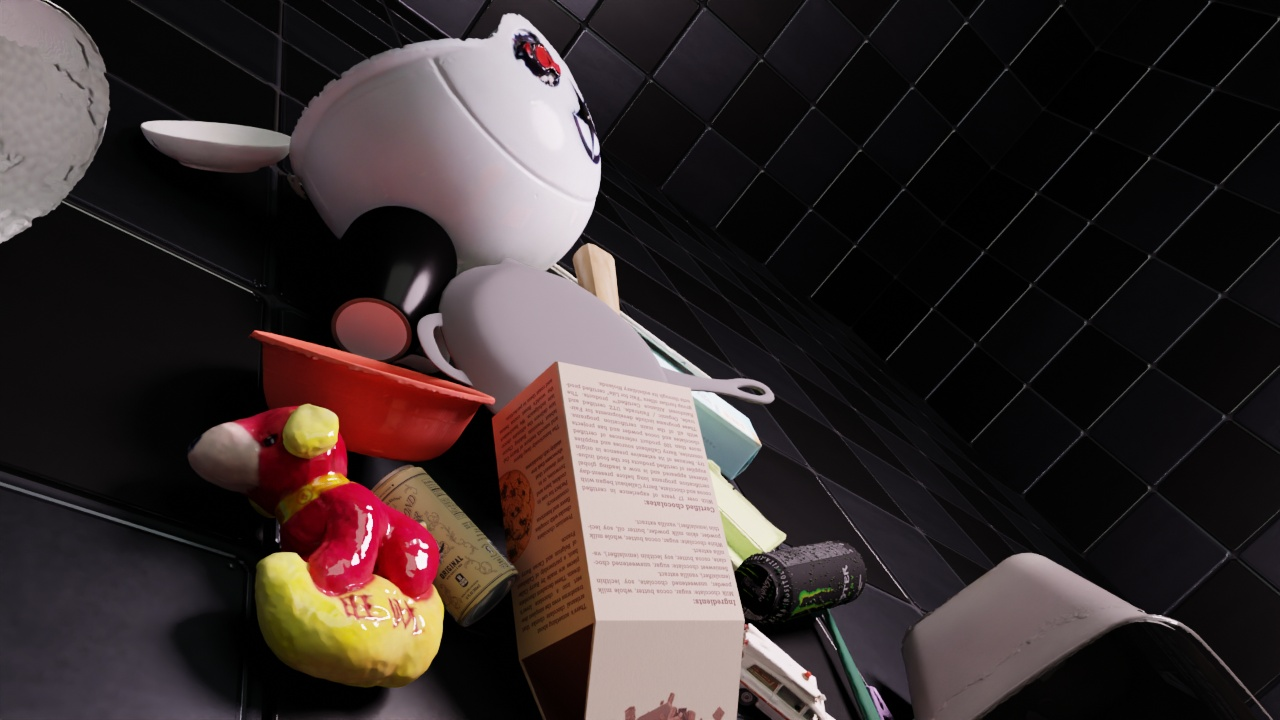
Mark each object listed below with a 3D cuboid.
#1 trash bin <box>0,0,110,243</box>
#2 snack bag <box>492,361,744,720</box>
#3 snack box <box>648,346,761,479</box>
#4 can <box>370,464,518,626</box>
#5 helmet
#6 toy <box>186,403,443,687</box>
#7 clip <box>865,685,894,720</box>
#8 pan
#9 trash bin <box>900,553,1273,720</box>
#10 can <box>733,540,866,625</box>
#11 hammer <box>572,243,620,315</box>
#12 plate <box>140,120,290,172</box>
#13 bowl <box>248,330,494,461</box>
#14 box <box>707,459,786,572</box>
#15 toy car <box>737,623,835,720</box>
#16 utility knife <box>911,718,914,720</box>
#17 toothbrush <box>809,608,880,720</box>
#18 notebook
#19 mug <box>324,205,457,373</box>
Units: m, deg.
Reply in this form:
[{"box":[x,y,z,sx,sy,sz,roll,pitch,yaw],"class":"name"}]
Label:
[{"box":[-0.349,-0.143,0.402,0.161,0.133,0.133,36,14,8],"class":"trash bin"},{"box":[-0.010,0.113,0.482,0.094,0.070,0.206,12,54,-37],"class":"snack bag"},{"box":[0.039,0.045,0.935,0.174,0.053,0.075,37,13,-14],"class":"snack box"},{"box":[-0.102,0.092,0.463,0.079,0.038,0.038,43,15,15],"class":"can"},{"box":[-0.140,-0.139,0.742,0.163,0.237,0.263,61,15,8],"class":"helmet"},{"box":[-0.130,0.078,0.398,0.137,0.067,0.105,53,17,22],"class":"toy"},{"box":[0.178,0.267,0.683,0.050,0.014,0.046,50,20,27],"class":"clip"},{"box":[-0.004,0.004,0.677,0.353,0.024,0.216,10,41,-46],"class":"pan"},{"box":[0.300,0.259,0.651,0.197,0.197,0.220,51,8,0],"class":"trash bin"},{"box":[0.126,0.173,0.722,0.137,0.054,0.054,6,35,-49],"class":"can"},{"box":[-0.021,0.016,0.714,0.117,0.051,0.322,29,32,-32],"class":"hammer"},{"box":[-0.313,-0.157,0.683,0.104,0.026,0.104,8,19,-3],"class":"plate"},{"box":[-0.146,0.024,0.491,0.130,0.045,0.130,16,-3,1],"class":"bowl"},{"box":[0.038,0.106,0.796,0.187,0.024,0.137,43,20,16],"class":"box"},{"box":[0.098,0.214,0.585,0.113,0.039,0.039,39,14,-2],"class":"toy car"},{"box":[0.193,0.298,0.626,0.022,0.016,0.177,51,18,2],"class":"utility knife"},{"box":[0.159,0.241,0.710,0.016,0.017,0.189,34,16,-20],"class":"toothbrush"},{"box":[-0.035,-0.049,1.011,0.252,0.010,0.182,36,-3,-9],"class":"notebook"},{"box":[-0.167,-0.034,0.634,0.100,0.085,0.119,-93,162,-55],"class":"mug"}]
